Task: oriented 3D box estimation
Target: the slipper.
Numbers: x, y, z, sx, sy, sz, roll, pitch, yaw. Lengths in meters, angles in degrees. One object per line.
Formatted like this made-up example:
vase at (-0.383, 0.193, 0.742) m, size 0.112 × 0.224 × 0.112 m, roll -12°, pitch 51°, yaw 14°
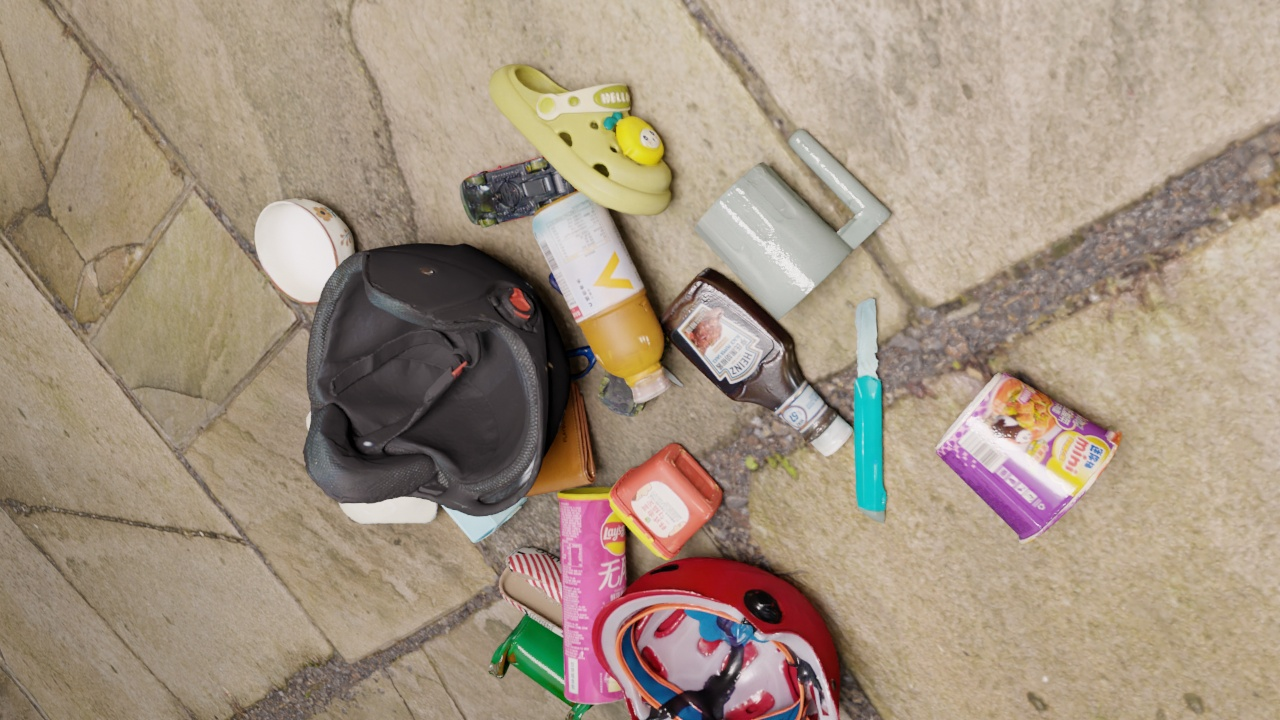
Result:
slipper at (-0.044, -0.200, 0.774) m, size 0.190 × 0.091 × 0.082 m, roll 42°, pitch 123°, yaw 8°

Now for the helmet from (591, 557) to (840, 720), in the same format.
helmet at (0.081, 0.276, 0.896) m, size 0.240 × 0.143 × 0.207 m, roll 40°, pitch 123°, yaw 0°

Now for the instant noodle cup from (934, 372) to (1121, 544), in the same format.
instant noodle cup at (0.295, 0.069, 0.718) m, size 0.099 × 0.111 × 0.112 m, roll 41°, pitch 125°, yaw 16°

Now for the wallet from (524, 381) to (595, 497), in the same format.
wallet at (-0.112, 0.081, 0.960) m, size 0.131 × 0.035 × 0.119 m, roll -16°, pitch 80°, yaw 28°

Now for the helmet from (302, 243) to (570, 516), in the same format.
helmet at (-0.178, 0.011, 0.855) m, size 0.275 × 0.229 × 0.234 m, roll 35°, pitch 120°, yaw 11°

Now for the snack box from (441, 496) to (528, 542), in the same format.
snack box at (-0.205, 0.109, 1.012) m, size 0.175 × 0.074 × 0.052 m, roll 50°, pitch 124°, yaw -2°

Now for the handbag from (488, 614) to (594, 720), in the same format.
handbag at (-0.094, 0.342, 1.038) m, size 0.131 × 0.120 × 0.068 m, roll 31°, pitch 118°, yaw 14°

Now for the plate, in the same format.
plate at (-0.313, 0.119, 1.098) m, size 0.165 × 0.034 × 0.164 m, roll -6°, pitch 110°, yaw 30°

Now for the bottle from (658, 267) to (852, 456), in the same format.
bottle at (0.107, 0.007, 0.819) m, size 0.195 × 0.043 × 0.080 m, roll 44°, pitch 121°, yaw 2°

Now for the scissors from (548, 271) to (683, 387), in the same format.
scissors at (-0.032, -0.025, 0.896) m, size 0.176 × 0.012 × 0.162 m, roll -29°, pitch 99°, yaw 33°

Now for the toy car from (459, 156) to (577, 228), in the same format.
toy car at (-0.111, -0.158, 0.853) m, size 0.121 × 0.045 × 0.053 m, roll -7°, pitch 108°, yaw 24°

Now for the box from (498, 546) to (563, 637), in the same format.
box at (-0.084, 0.275, 1.035) m, size 0.163 × 0.074 × 0.081 m, roll 26°, pitch 111°, yaw 11°

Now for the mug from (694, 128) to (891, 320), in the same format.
mug at (0.121, -0.111, 0.742) m, size 0.124 × 0.083 × 0.103 m, roll -44°, pitch 87°, yaw 9°

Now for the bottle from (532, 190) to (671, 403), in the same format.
bottle at (-0.029, -0.054, 0.804) m, size 0.068 × 0.067 × 0.189 m, roll -21°, pitch 98°, yaw 33°

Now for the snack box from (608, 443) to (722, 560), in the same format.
snack box at (0.027, 0.136, 0.902) m, size 0.091 × 0.081 × 0.080 m, roll 47°, pitch 115°, yaw 0°

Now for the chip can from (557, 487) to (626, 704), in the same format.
chip can at (-0.047, 0.239, 0.947) m, size 0.071 × 0.071 × 0.210 m, roll -2°, pitch 89°, yaw 29°

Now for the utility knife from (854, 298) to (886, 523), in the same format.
utility knife at (0.202, 0.048, 0.806) m, size 0.029 × 0.013 × 0.222 m, roll 6°, pitch 118°, yaw 27°

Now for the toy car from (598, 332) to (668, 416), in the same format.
toy car at (-0.005, 0.005, 0.871) m, size 0.048 × 0.032 × 0.105 m, roll 26°, pitch 119°, yaw 8°

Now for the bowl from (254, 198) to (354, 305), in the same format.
bowl at (-0.350, -0.122, 0.986) m, size 0.113 × 0.062 × 0.114 m, roll 11°, pitch 116°, yaw 22°
